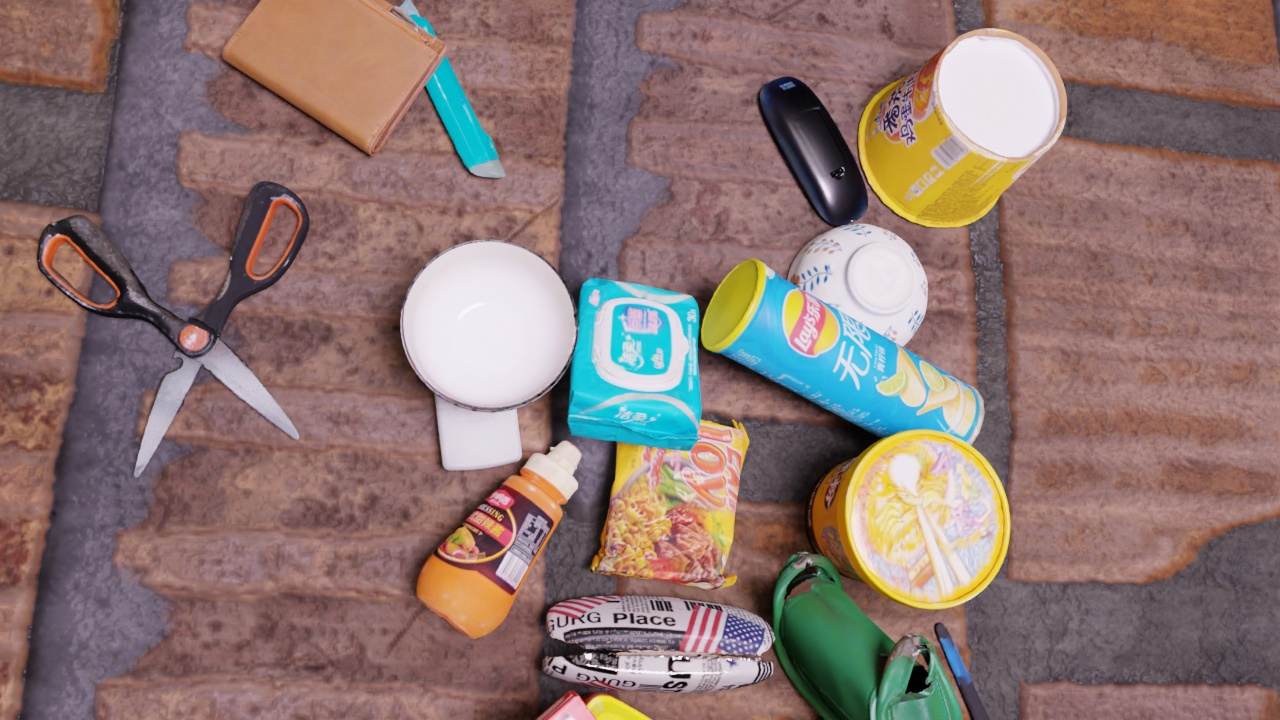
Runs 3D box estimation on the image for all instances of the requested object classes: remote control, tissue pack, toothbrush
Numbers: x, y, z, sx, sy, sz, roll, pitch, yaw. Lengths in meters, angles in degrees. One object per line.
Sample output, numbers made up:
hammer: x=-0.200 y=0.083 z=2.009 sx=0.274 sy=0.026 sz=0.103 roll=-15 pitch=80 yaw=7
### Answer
remote control: x=0.144 y=-0.175 z=0.753 sx=0.053 sy=0.024 sz=0.136 roll=-27 pitch=86 yaw=-15
remote control: x=-0.124 y=0.005 z=0.673 sx=0.058 sy=0.021 sz=0.150 roll=-6 pitch=81 yaw=-11
tissue pack: x=-0.004 y=0.004 z=0.656 sx=0.093 sy=0.050 sz=0.133 roll=8 pitch=48 yaw=-8
toothbrush: x=0.269 y=0.289 z=0.698 sx=0.014 sy=0.016 sz=0.189 roll=-20 pitch=83 yaw=-21

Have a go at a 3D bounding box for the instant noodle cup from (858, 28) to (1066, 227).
instant noodle cup: x=0.259 y=-0.189 z=0.733 sx=0.138 sy=0.110 sz=0.138 roll=2 pitch=78 yaw=-10

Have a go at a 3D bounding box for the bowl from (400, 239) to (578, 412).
bowl: x=-0.104 y=-0.019 z=0.635 sx=0.116 sy=0.066 sz=0.116 roll=2 pitch=80 yaw=-10

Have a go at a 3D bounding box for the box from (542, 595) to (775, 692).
box: x=0.014 y=0.190 z=0.645 sx=0.163 sy=0.075 sz=0.082 roll=6 pitch=68 yaw=-7

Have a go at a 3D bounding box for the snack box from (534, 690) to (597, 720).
snack box: x=-0.023 y=0.286 z=0.556 sx=0.075 sy=0.025 sz=0.153 roll=-37 pitch=89 yaw=-15

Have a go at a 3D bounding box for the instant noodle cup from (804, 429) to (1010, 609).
instant noodle cup: x=0.182 y=0.114 z=0.662 sx=0.118 sy=0.114 sz=0.118 roll=2 pitch=80 yaw=-10

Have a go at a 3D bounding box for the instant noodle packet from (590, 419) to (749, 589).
instant noodle packet: x=0.026 y=0.099 z=0.674 sx=0.110 sy=0.044 sz=0.128 roll=12 pitch=78 yaw=-12

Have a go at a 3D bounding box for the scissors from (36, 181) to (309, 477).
scissors: x=-0.319 y=-0.035 z=0.645 sx=0.221 sy=0.022 sz=0.233 roll=26 pitch=76 yaw=-4

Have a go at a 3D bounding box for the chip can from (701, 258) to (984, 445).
chip can: x=0.150 y=0.004 z=0.671 sx=0.210 sy=0.071 sz=0.071 roll=27 pitch=76 yaw=-19

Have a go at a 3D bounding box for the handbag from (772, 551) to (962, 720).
handbag: x=0.151 y=0.202 z=0.625 sx=0.068 sy=0.131 sz=0.120 roll=-26 pitch=125 yaw=-17

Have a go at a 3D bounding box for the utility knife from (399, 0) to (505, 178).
utility knife: x=-0.150 y=-0.210 z=0.712 sx=0.029 sy=0.013 sz=0.166 roll=-24 pitch=82 yaw=-15

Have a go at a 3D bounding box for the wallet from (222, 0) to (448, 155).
wallet: x=-0.227 y=-0.232 z=0.690 sx=0.132 sy=0.031 sz=0.107 roll=32 pitch=82 yaw=-2

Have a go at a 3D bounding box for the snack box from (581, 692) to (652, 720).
snack box: x=-0.025 y=0.274 z=0.613 sx=0.082 sy=0.080 sz=0.091 roll=33 pitch=76 yaw=-2

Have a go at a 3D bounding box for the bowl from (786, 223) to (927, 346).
bowl: x=0.177 y=-0.057 z=0.720 sx=0.113 sy=0.062 sz=0.113 roll=2 pitch=80 yaw=-9

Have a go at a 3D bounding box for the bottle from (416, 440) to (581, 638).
bottle: x=-0.090 y=0.118 z=0.642 sx=0.067 sy=0.067 sz=0.149 roll=37 pitch=69 yaw=-2
